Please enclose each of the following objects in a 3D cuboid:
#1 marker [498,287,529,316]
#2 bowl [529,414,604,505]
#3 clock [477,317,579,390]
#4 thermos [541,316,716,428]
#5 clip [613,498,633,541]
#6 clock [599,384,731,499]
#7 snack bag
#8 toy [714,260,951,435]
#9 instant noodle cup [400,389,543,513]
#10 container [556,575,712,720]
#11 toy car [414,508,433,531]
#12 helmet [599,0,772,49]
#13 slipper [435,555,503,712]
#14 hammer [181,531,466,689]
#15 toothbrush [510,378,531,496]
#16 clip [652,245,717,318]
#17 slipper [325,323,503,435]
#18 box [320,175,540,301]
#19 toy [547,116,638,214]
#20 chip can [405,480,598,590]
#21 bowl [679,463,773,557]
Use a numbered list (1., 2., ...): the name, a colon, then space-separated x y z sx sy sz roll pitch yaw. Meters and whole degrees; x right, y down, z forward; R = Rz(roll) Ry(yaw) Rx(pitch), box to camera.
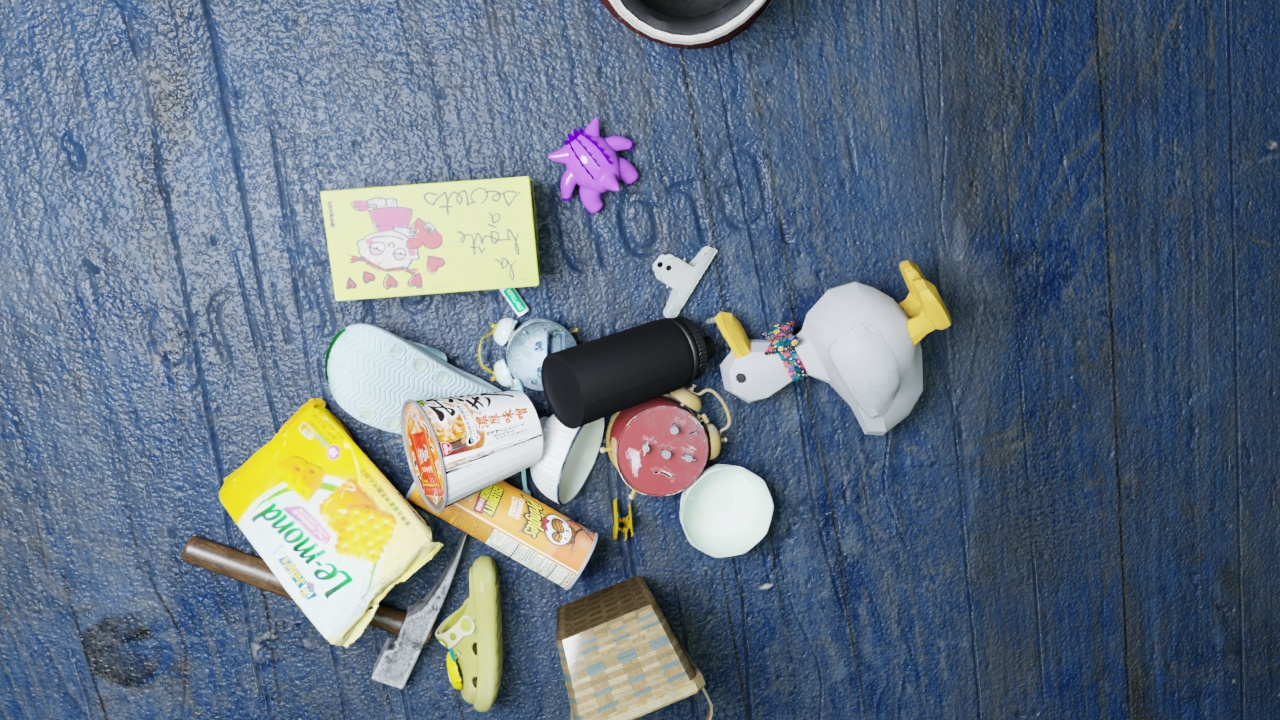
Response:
1. marker: -0.176 -0.114 1.057 0.017 0.017 0.145 -34 105 -3
2. bowl: -0.095 0.103 1.073 0.062 0.118 0.118 20 97 15
3. clock: -0.129 -0.009 1.065 0.117 0.057 0.083 1 101 -10
4. thermos: -0.006 0.006 1.048 0.198 0.086 0.086 -19 105 -32
5. clip: -0.020 0.203 1.135 0.044 0.053 0.049 -21 129 10
6. clock: 0.036 0.094 1.101 0.159 0.081 0.117 -31 104 -3
7. snack bag: -0.343 0.172 1.019 0.159 0.068 0.247 -44 76 1
8. toy: 0.234 -0.008 1.096 0.268 0.140 0.247 -34 107 15
9. instant noodle cup: -0.179 0.087 0.995 0.121 0.124 0.124 -15 104 -30
10. container: -0.012 0.371 1.061 0.157 0.250 0.186 -21 87 -6
11. toy car: -0.278 0.206 1.055 0.090 0.027 0.038 -41 92 2
12. helmet: 0.045 -0.436 0.912 0.233 0.253 0.234 20 121 -8
13. slipper: -0.206 0.329 1.101 0.081 0.091 0.190 1 97 -8
14. hammer: -0.371 0.239 1.080 0.300 0.037 0.218 24 95 -13
15. toothbrush: -0.140 0.101 1.078 0.016 0.016 0.181 4 118 8
16. clip: 0.042 -0.104 1.101 0.056 0.046 0.102 31 93 -19
17. slipper: -0.244 0.037 1.048 0.245 0.074 0.104 27 98 -30
18. box: -0.220 -0.134 0.998 0.221 0.082 0.124 -2 102 0
19. toy: -0.052 -0.222 1.038 0.106 0.056 0.088 -40 101 -2
20. chip can: -0.160 0.182 1.070 0.215 0.075 0.075 31 94 -5
21. bowl: 0.100 0.179 1.140 0.117 0.061 0.117 -2 101 -10
